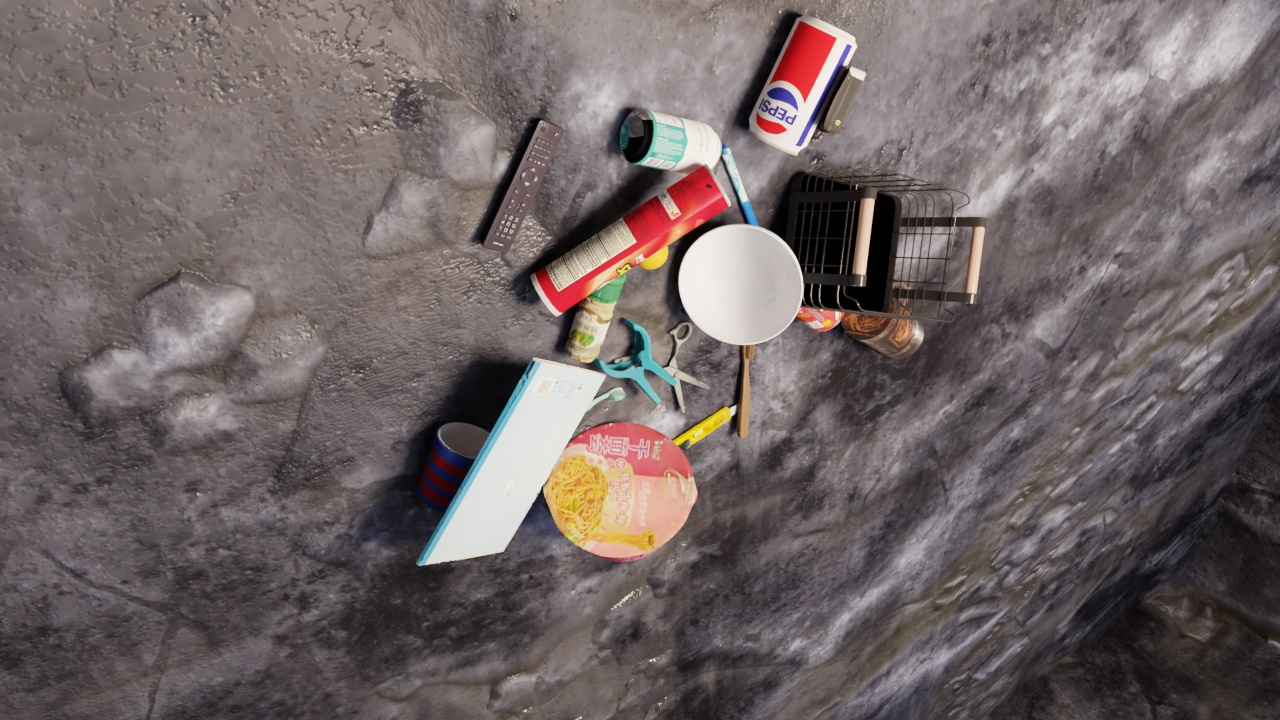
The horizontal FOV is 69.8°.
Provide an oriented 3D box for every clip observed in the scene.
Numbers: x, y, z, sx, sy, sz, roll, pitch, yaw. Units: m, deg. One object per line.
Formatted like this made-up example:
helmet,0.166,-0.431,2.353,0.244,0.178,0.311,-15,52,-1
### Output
clip,-0.018,0.016,1.098,0.121,0.031,0.130,-34,130,-20

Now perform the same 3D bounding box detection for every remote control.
remote control,-0.117,-0.170,0.898,0.032,0.015,0.136,13,111,-43

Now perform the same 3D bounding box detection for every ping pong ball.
ping pong ball,0.010,-0.121,1.016,0.040,0.040,0.040,-20,132,-24

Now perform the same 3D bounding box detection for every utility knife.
utility knife,0.072,0.102,1.260,0.164,0.017,0.030,-34,142,-17

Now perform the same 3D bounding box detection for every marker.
marker,0.116,-0.193,1.062,0.013,0.013,0.142,-38,137,-7

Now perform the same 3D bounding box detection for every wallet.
wallet,0.219,-0.284,1.005,0.123,0.019,0.072,-60,172,-73

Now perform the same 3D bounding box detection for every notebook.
notebook,-0.138,0.115,1.026,0.253,0.009,0.181,-59,159,6

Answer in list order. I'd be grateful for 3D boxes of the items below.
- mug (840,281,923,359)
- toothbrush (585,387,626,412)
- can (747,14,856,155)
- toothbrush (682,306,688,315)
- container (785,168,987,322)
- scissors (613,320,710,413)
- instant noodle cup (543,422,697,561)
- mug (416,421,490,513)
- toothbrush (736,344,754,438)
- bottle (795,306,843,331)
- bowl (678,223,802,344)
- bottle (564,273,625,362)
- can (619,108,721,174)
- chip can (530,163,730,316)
mug,0.350,-0.068,1.302,0.107,0.080,0.115,24,79,-47
toothbrush,-0.077,0.060,1.108,0.135,0.017,0.022,-21,128,-24
can,0.171,-0.294,0.983,0.070,0.070,0.132,7,117,-41
toothbrush,0.119,-0.062,1.167,0.167,0.014,0.014,-1,111,-38
container,0.294,-0.136,1.115,0.240,0.130,0.163,3,95,-39
scissors,0.031,0.016,1.160,0.161,0.014,0.142,-12,125,-30
instant noodle cup,-0.023,0.172,1.138,0.178,0.178,0.078,-30,152,-15
mug,-0.192,0.116,1.032,0.111,0.075,0.076,-20,138,-60
toothbrush,0.144,0.040,1.256,0.016,0.016,0.167,-23,130,-30
bottle,0.208,-0.089,1.179,0.062,0.062,0.137,-51,138,7
bowl,0.123,-0.098,1.080,0.074,0.144,0.144,-53,162,-61
bottle,-0.052,-0.053,1.022,0.043,0.043,0.111,-1,124,-37
can,0.031,-0.223,0.942,0.101,0.055,0.055,1,121,-38
chip can,-0.010,-0.124,0.951,0.215,0.051,0.052,-32,138,7
